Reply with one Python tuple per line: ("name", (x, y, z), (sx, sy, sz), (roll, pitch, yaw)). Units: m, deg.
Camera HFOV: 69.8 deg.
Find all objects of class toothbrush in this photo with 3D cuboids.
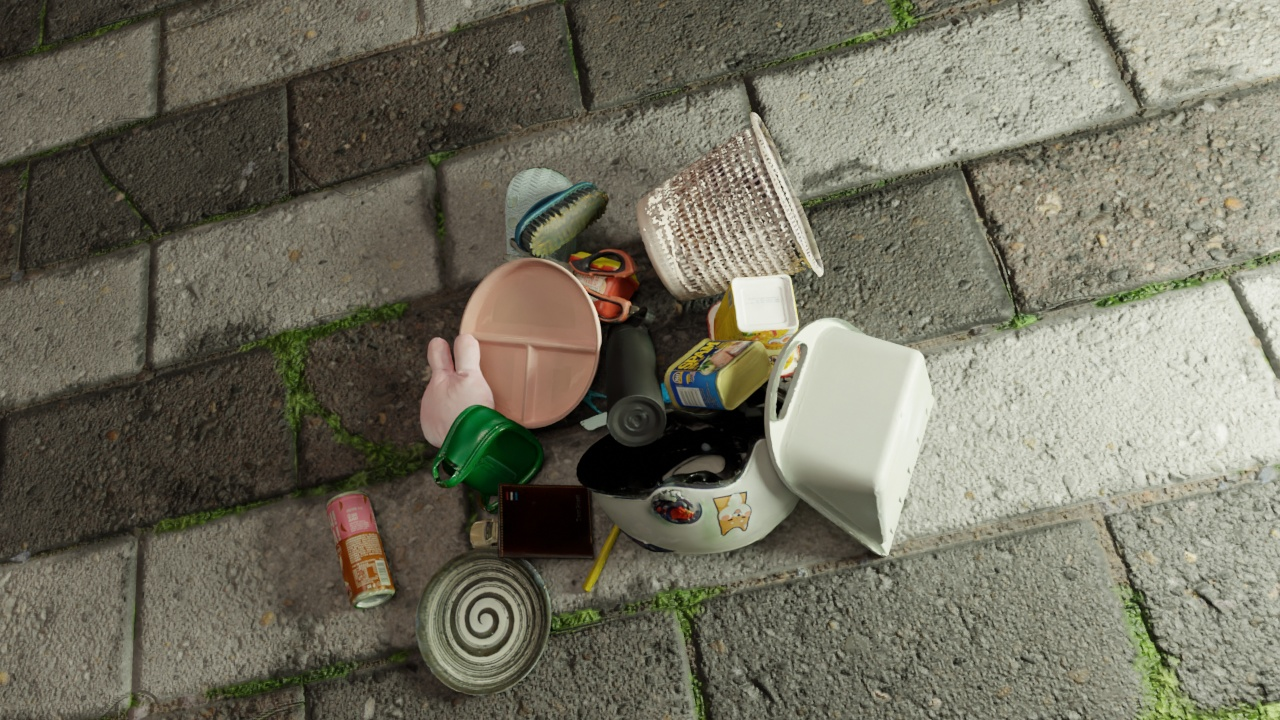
("toothbrush", (-0.030, 0.206, 1.173), (0.017, 0.016, 0.189), (20, 74, 24))

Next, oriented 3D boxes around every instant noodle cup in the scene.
("instant noodle cup", (0.149, -0.046, 1.165), (0.116, 0.124, 0.116), (-4, 66, -3))

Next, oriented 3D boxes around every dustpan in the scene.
("dustpan", (0.235, 0.074, 1.041), (0.143, 0.258, 0.222), (15, 72, 23))

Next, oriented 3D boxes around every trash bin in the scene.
("trash bin", (0.109, -0.180, 1.204), (0.192, 0.227, 0.227), (-22, 65, 16))

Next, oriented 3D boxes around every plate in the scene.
("plate", (-0.195, 0.326, 1.153), (0.179, 0.024, 0.179), (-4, 73, 12))
("plate", (-0.148, -0.023, 1.238), (0.230, 0.028, 0.229), (0, 90, 29))

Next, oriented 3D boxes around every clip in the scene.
("clip", (-0.067, 0.052, 1.244), (0.055, 0.013, 0.038), (27, 76, 21))

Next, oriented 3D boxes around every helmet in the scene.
("helmet", (0.078, 0.144, 1.087), (0.274, 0.229, 0.157), (-21, 108, 5))

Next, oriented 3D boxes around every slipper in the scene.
("slipper", (-0.140, -0.155, 1.314), (0.104, 0.074, 0.245), (3, 85, 12))

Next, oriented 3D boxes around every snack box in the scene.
("snack box", (-0.060, -0.098, 1.268), (0.091, 0.082, 0.080), (18, 82, 25))

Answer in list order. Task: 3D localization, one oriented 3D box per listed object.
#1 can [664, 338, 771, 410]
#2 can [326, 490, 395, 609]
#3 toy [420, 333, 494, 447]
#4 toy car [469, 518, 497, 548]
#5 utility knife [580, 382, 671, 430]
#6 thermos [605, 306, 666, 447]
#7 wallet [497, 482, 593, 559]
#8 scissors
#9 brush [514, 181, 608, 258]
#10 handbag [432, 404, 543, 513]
("can", (0.093, 0.016, 1.086), (0.083, 0.057, 0.101), (2, 31, 46))
("can", (-0.369, 0.248, 1.207), (0.058, 0.058, 0.147), (-25, 65, 2))
("toy", (-0.251, 0.044, 1.249), (0.121, 0.054, 0.159), (-5, 84, 28))
("toy car", (-0.179, 0.224, 1.188), (0.090, 0.035, 0.042), (-4, 67, 13))
("utility knife", (0.021, 0.048, 1.221), (0.216, 0.018, 0.034), (-21, 68, 1))
("thermos", (-0.007, 0.007, 1.138), (0.068, 0.242, 0.090), (21, 114, -13))
("wallet", (-0.121, 0.204, 1.166), (0.122, 0.020, 0.096), (4, 67, -16))
("scissors", (-0.090, -0.125, 1.235), (0.205, 0.015, 0.202), (-30, 74, 20))
("brush", (-0.114, -0.196, 1.240), (0.143, 0.055, 0.073), (-38, 48, -23))
("handbag", (-0.194, 0.128, 1.179), (0.068, 0.131, 0.120), (28, 81, 33))
